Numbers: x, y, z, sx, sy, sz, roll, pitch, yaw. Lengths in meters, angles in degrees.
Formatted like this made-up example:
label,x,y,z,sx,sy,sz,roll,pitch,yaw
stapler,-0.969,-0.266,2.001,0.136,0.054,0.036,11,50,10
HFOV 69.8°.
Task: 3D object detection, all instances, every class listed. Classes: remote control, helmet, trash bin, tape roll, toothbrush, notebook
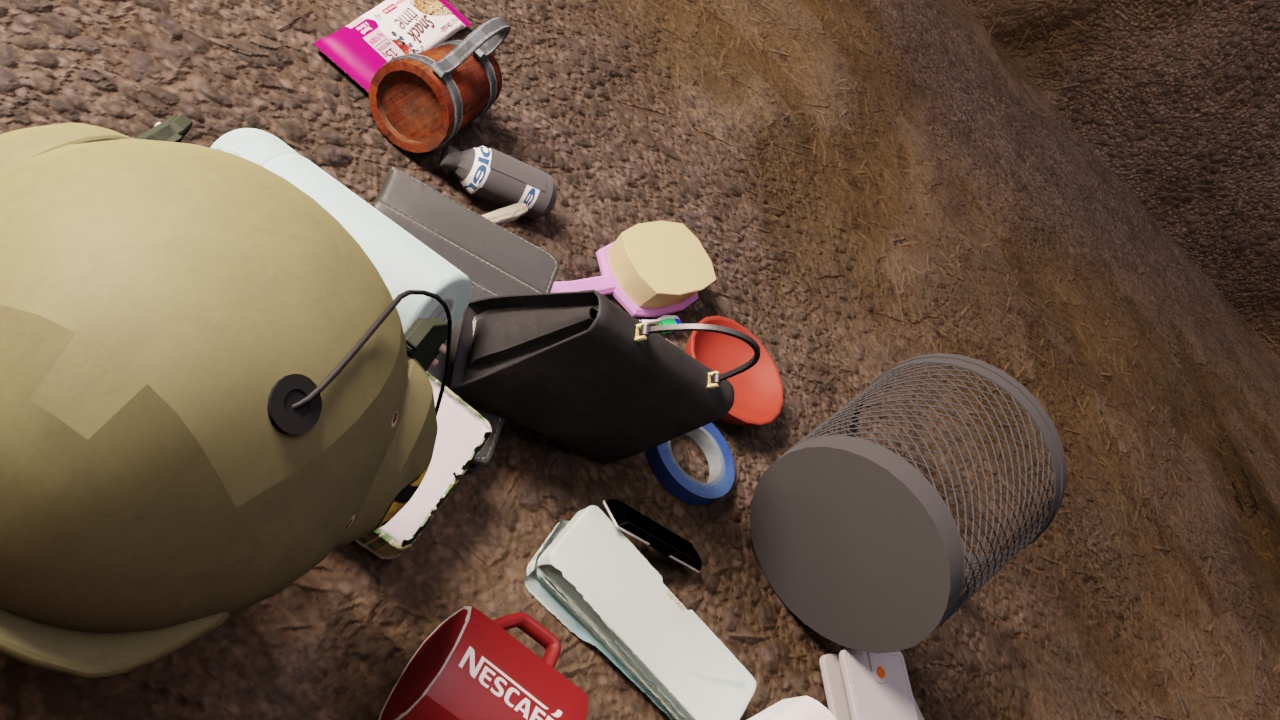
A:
label,x,y,z,sx,sy,sz,roll,pitch,yaw
remote control,0.013,0.141,0.737,0.124,0.012,0.028,39,12,-45
helmet,-0.232,0.021,0.429,0.250,0.256,0.232,39,39,-12
trash bin,0.243,0.129,0.850,0.226,0.218,0.217,-23,78,-45
tape roll,0.046,0.087,0.841,0.091,0.016,0.093,-14,72,-47
toothbrush,-0.026,-0.032,0.864,0.186,0.015,0.016,-5,58,-44
notebook,-0.157,-0.035,0.715,0.169,0.030,0.208,30,56,-21

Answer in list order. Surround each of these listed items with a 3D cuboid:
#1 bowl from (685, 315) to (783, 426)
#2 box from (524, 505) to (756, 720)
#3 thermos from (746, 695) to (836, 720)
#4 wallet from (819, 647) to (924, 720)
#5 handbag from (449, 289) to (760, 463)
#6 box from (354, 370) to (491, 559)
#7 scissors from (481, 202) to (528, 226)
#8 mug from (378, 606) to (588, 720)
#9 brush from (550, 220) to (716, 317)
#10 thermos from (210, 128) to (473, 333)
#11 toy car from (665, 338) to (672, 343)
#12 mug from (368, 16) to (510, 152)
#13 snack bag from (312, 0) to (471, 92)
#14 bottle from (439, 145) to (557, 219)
label,x,y,z,sx,sy,sz,roll,pitch,yaw
bowl,0.087,0.016,0.918,0.122,0.035,0.121,24,47,-29
box,0.002,0.203,0.692,0.199,0.067,0.083,47,21,-7
thermos,0.043,0.296,0.606,0.219,0.100,0.099,-15,72,-39
wallet,0.218,0.315,0.819,0.115,0.038,0.118,14,56,-36
handbag,-0.004,0.004,0.678,0.175,0.196,0.072,32,55,-44
box,-0.208,0.028,0.604,0.205,0.050,0.117,40,54,-14
scissors,-0.152,-0.089,0.776,0.198,0.015,0.178,35,51,-16
mug,-0.092,0.207,0.577,0.096,0.081,0.116,42,34,-12
brush,-0.015,-0.083,0.891,0.228,0.043,0.089,-17,74,-48
thermos,-0.216,-0.089,0.645,0.207,0.065,0.078,36,9,13
toy car,0.021,0.002,0.844,0.040,0.037,0.092,19,17,-31
mug,-0.169,-0.253,0.819,0.081,0.118,0.110,45,37,-8
snack bag,-0.231,-0.315,0.882,0.070,0.016,0.196,42,41,-13
bottle,-0.130,-0.167,0.842,0.112,0.047,0.047,20,49,-32
